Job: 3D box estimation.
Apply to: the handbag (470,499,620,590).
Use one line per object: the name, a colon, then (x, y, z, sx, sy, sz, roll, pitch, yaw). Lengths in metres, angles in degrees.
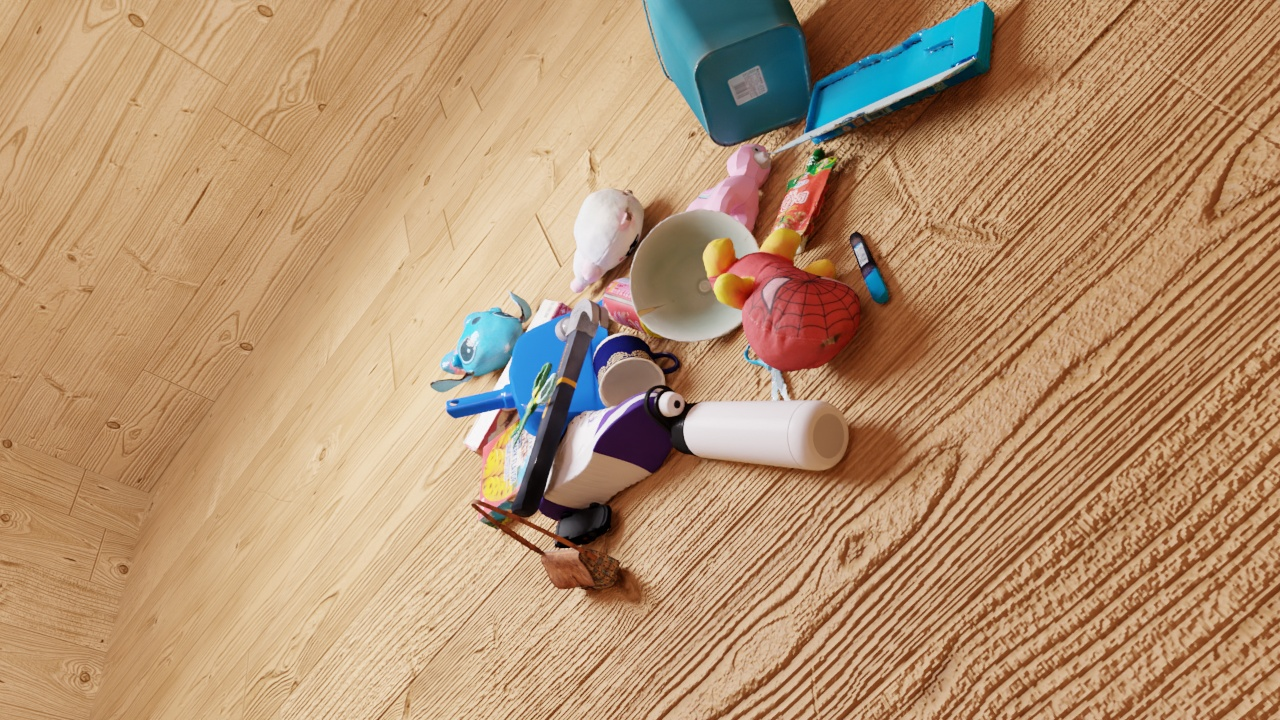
handbag: (-0.116, 0.215, 1.056, 0.094, 0.195, 0.043, -18, 43, 50)

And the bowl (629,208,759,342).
bowl: (0.077, -0.103, 1.180, 0.174, 0.068, 0.174, -2, 84, 18)

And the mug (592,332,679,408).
mug: (-0.007, 0.007, 1.208, 0.112, 0.086, 0.089, -17, 34, -3)

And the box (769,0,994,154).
box: (0.289, -0.313, 1.088, 0.244, 0.060, 0.175, -14, 34, 48)

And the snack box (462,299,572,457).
snack box: (-0.191, 0.030, 1.468, 0.272, 0.044, 0.077, -61, 26, -6)

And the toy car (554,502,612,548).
toy car: (-0.069, 0.209, 1.149, 0.092, 0.036, 0.042, -23, 43, 29)

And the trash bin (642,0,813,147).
trash bin: (0.129, -0.432, 1.269, 0.196, 0.199, 0.218, -20, 48, 5)

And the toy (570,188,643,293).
toy: (-0.062, -0.184, 1.433, 0.138, 0.101, 0.180, -89, 25, -58)

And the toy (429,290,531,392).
toy: (-0.282, -0.021, 1.584, 0.223, 0.099, 0.192, -54, 23, -21)

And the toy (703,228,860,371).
toy: (0.156, -0.066, 1.005, 0.147, 0.099, 0.216, -16, 38, -10)

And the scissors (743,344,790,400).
scissors: (0.159, 0.005, 1.031, 0.083, 0.016, 0.134, -40, 35, 24)

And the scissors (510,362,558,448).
scissors: (-0.139, 0.062, 1.206, 0.108, 0.012, 0.131, -7, 59, 67)

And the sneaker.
sneaker: (-0.041, 0.101, 1.162, 0.245, 0.091, 0.111, -43, 30, 31)

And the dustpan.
dustpan: (-0.165, 0.030, 1.342, 0.258, 0.060, 0.245, -12, 43, 4)

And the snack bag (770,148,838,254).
snack bag: (0.203, -0.203, 1.138, 0.087, 0.044, 0.154, -20, 41, 56)

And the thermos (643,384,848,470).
thermos: (0.105, 0.065, 0.974, 0.230, 0.101, 0.068, -3, 47, 54)

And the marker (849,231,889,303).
marker: (0.249, -0.103, 1.002, 0.018, 0.015, 0.122, -43, 32, 28)

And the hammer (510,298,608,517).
hammer: (-0.110, 0.057, 1.202, 0.140, 0.035, 0.311, -32, 36, 56)

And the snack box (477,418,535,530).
snack box: (-0.175, 0.152, 1.340, 0.145, 0.040, 0.142, -38, 35, 27)

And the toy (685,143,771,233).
toy: (0.118, -0.217, 1.236, 0.124, 0.067, 0.157, -21, 42, 48)

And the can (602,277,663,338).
can: (0.002, -0.074, 1.267, 0.066, 0.066, 0.124, -60, 32, -4)
